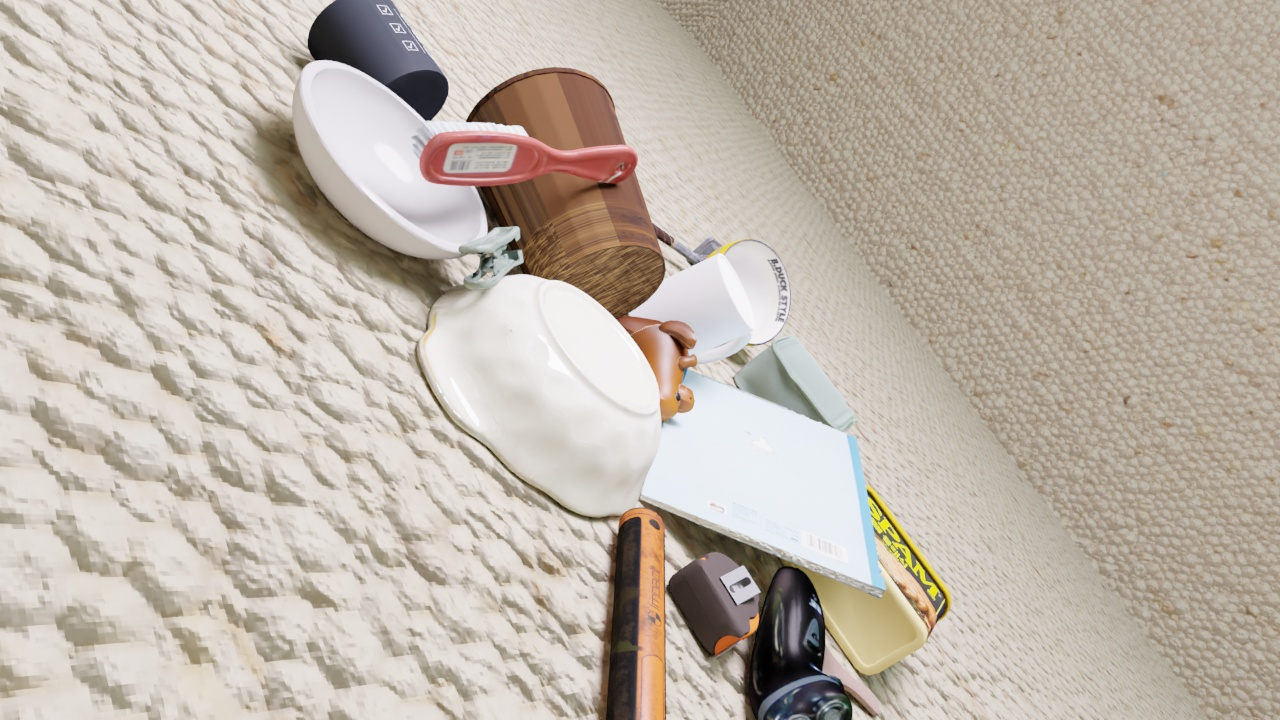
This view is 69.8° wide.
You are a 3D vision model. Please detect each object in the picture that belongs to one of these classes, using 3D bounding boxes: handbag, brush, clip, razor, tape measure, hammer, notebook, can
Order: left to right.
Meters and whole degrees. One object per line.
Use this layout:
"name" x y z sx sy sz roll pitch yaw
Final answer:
"clip" -0.094 -0.066 0.582 0.075 0.023 0.042 -62 147 -70
"brush" -0.075 -0.141 0.623 0.172 0.041 0.030 -8 50 -39
"hammer" -0.012 0.165 0.427 0.138 0.035 0.313 43 20 -18
"hammer" 0.019 -0.145 1.040 0.321 0.044 0.098 28 29 -44
"tape measure" 0.053 0.151 0.583 0.058 0.038 0.058 58 21 21
"notebook" 0.101 0.083 0.739 0.181 0.009 0.252 22 22 1
"handbag" 0.168 0.040 0.988 0.122 0.067 0.106 53 29 10
"razor" 0.102 0.186 0.577 0.053 0.064 0.140 47 30 -22
"brush" 0.136 0.226 0.669 0.135 0.015 0.049 45 21 -30
"can" 0.187 0.180 0.768 0.135 0.075 0.104 55 23 14

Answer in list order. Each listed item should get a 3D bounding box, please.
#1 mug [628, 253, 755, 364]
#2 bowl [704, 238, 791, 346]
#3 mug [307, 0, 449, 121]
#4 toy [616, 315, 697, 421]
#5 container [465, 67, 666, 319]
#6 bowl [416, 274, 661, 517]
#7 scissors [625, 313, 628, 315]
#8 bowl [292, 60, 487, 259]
"mug" 0.054 -0.033 0.827 0.110 0.091 0.073 46 26 -47
"bowl" 0.104 -0.073 1.026 0.117 0.068 0.117 2 86 -37
"mug" -0.189 -0.209 0.683 0.077 0.071 0.105 55 -7 12
"toy" -0.004 0.004 0.735 0.103 0.071 0.090 16 46 -20
"container" -0.056 -0.123 0.727 0.132 0.132 0.167 21 41 -54
"bowl" -0.045 0.008 0.600 0.219 0.060 0.188 14 41 -60
"scissors" -0.023 -0.078 0.871 0.141 0.014 0.158 22 33 -59
"bowl" -0.166 -0.118 0.586 0.149 0.043 0.149 45 22 -24
